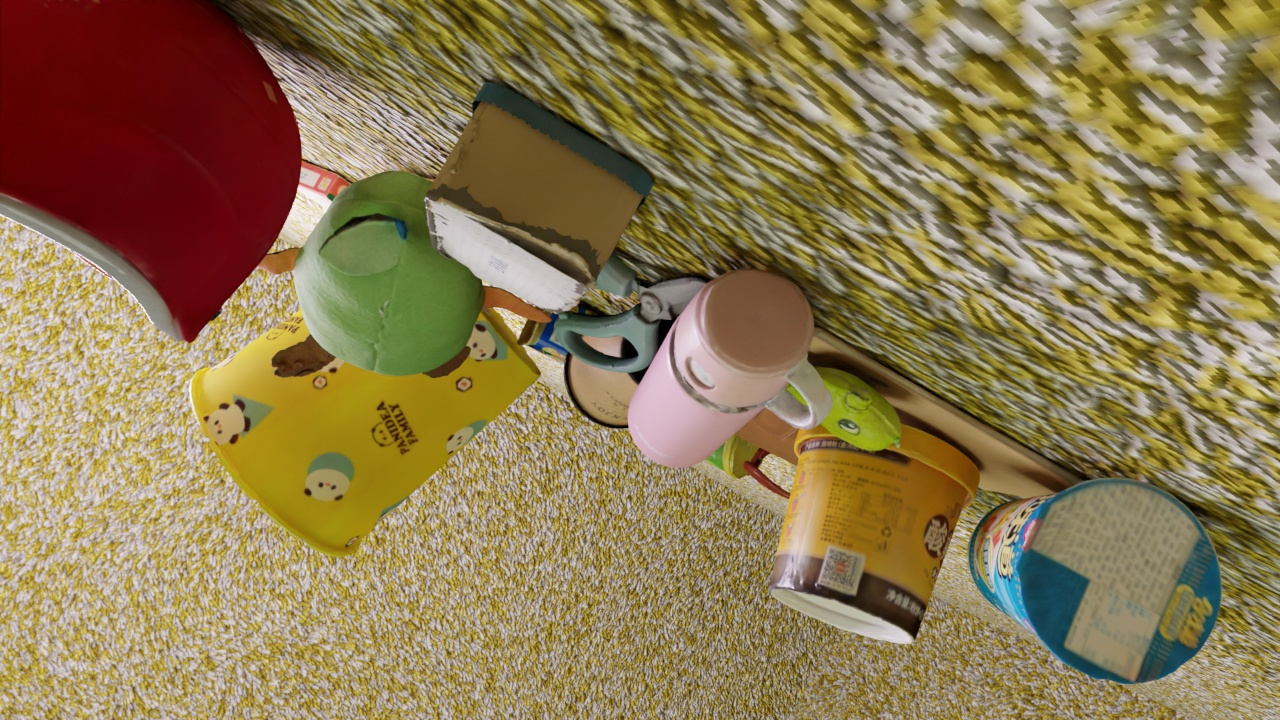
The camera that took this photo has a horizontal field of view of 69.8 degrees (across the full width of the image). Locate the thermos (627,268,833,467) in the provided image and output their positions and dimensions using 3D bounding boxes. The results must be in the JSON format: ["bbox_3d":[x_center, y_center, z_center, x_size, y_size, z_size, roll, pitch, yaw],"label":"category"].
[{"bbox_3d":[0.046,0.017,0.508,0.087,0.067,0.199,47,161,5],"label":"thermos"}]

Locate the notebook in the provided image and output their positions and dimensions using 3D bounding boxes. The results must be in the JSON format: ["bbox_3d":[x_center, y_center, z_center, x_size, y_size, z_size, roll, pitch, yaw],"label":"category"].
[{"bbox_3d":[0.168,0.037,0.569,0.207,0.008,0.148,29,173,-8],"label":"notebook"}]

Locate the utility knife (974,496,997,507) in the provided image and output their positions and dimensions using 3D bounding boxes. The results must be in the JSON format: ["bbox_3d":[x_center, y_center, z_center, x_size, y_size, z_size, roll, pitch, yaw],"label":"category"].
[{"bbox_3d":[0.196,0.075,0.692,0.218,0.018,0.034,28,172,12],"label":"utility knife"}]

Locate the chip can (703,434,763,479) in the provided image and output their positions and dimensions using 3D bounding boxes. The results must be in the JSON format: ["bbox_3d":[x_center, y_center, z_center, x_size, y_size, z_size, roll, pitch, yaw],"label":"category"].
[{"bbox_3d":[0.028,0.049,0.957,0.221,0.072,0.072,24,172,35],"label":"chip can"}]

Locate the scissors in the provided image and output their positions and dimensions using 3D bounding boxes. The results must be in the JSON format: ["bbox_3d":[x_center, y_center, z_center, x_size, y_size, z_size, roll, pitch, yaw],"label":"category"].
[{"bbox_3d":[-0.004,-0.027,0.576,0.180,0.019,0.144,12,136,38],"label":"scissors"}]

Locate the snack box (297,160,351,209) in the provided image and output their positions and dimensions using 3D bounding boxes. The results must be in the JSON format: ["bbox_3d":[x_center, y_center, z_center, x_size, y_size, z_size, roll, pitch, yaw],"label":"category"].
[{"bbox_3d":[-0.276,-0.145,0.916,0.077,0.027,0.155,25,172,32],"label":"snack box"}]

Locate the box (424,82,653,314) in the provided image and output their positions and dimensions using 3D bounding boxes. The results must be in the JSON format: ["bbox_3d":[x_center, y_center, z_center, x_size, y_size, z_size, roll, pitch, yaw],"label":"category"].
[{"bbox_3d":[-0.056,-0.071,0.451,0.090,0.061,0.184,29,171,-11],"label":"box"}]

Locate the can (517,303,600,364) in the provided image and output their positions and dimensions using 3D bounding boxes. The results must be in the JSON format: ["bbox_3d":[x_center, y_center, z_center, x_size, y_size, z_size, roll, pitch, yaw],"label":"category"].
[{"bbox_3d":[-0.062,-0.022,0.857,0.083,0.057,0.102,27,174,-13],"label":"can"}]

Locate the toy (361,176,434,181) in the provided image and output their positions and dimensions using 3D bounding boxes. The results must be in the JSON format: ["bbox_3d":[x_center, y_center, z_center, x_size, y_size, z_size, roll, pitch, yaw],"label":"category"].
[{"bbox_3d":[-0.155,-0.096,0.683,0.121,0.054,0.160,33,160,-36],"label":"toy"}]

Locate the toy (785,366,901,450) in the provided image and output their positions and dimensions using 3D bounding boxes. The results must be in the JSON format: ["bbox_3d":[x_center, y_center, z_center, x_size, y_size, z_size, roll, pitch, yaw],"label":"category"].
[{"bbox_3d":[0.109,0.023,0.528,0.100,0.031,0.096,30,172,29],"label":"toy"}]

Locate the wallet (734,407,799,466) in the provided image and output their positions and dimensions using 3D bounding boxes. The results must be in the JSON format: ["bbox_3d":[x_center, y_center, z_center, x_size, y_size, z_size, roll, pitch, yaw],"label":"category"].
[{"bbox_3d":[0.100,0.038,0.676,0.130,0.035,0.119,28,163,2],"label":"wallet"}]

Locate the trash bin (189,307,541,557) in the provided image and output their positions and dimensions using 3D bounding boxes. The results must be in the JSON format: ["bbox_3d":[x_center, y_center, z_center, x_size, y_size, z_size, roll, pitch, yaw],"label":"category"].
[{"bbox_3d":[-0.253,0.022,0.895,0.229,0.255,0.229,52,179,1],"label":"trash bin"}]

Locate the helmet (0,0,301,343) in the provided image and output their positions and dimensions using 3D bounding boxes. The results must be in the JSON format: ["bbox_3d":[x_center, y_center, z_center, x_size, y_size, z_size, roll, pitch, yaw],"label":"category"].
[{"bbox_3d":[-0.277,-0.138,0.493,0.240,0.144,0.207,41,173,39],"label":"helmet"}]

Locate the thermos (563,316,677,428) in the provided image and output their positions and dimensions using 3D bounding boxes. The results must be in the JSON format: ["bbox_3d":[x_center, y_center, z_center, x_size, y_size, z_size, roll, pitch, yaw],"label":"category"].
[{"bbox_3d":[-0.004,0.004,0.704,0.093,0.093,0.143,29,166,-11],"label":"thermos"}]

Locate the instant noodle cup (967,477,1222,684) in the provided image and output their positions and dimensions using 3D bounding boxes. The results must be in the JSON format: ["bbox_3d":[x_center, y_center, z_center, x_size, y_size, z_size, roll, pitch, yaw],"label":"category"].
[{"bbox_3d":[0.230,0.110,0.493,0.099,0.099,0.110,28,174,3],"label":"instant noodle cup"}]

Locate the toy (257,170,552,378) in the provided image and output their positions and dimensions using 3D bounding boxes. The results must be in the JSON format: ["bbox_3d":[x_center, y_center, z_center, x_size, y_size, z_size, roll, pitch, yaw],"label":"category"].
[{"bbox_3d":[-0.173,-0.046,0.632,0.226,0.089,0.247,8,154,-19],"label":"toy"}]

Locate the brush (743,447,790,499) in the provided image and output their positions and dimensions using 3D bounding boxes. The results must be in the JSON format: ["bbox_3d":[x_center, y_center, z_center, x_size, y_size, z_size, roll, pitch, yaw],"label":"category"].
[{"bbox_3d":[0.159,0.102,0.833,0.145,0.069,0.063,31,174,-25],"label":"brush"}]

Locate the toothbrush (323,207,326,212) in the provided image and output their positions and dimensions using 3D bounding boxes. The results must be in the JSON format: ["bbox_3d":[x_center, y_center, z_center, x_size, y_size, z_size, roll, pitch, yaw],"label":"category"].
[{"bbox_3d":[-0.325,-0.150,0.978,0.016,0.016,0.180,33,-176,-30],"label":"toothbrush"}]

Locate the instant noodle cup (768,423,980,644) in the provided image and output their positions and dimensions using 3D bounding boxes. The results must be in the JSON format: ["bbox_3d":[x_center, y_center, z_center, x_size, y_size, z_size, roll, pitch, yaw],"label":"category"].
[{"bbox_3d":[0.143,0.109,0.586,0.118,0.114,0.119,20,160,7],"label":"instant noodle cup"}]
